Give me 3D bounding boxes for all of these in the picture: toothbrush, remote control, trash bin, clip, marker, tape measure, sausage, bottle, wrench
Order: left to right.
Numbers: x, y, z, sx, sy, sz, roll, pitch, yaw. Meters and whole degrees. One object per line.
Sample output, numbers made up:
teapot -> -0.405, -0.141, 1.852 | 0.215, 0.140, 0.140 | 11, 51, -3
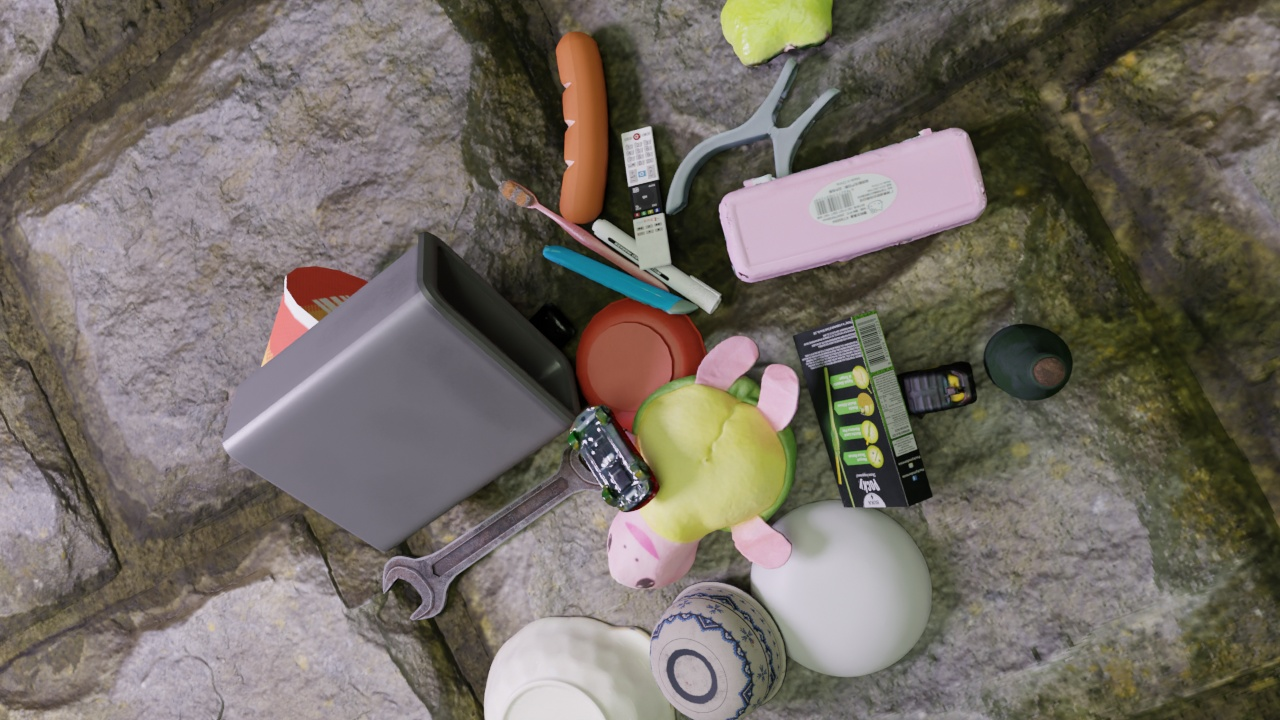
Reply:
trash bin -> -0.193, 0.035, 0.765 | 0.220, 0.097, 0.192 | -34, 126, 15
wrench -> -0.136, 0.159, 0.861 | 0.274, 0.010, 0.070 | -35, 83, 16
remote control -> -0.122, 0.010, 0.842 | 0.152, 0.020, 0.041 | -44, 82, 17
sausage -> -0.050, -0.202, 0.798 | 0.044, 0.039, 0.164 | -1, 93, 14
toothbrush -> -0.050, -0.110, 0.817 | 0.184, 0.015, 0.015 | 34, 108, 11
remote control -> 0.005, -0.139, 0.789 | 0.028, 0.011, 0.124 | -11, 80, 17
marker -> 0.013, -0.085, 0.796 | 0.133, 0.017, 0.020 | 36, 121, 12
clip -> 0.073, -0.181, 0.768 | 0.143, 0.029, 0.172 | 28, 100, 12
tape measure -> 0.227, 0.025, 0.711 | 0.063, 0.067, 0.038 | -11, 90, 17
bottle -> 0.274, 0.003, 0.639 | 0.055, 0.174, 0.055 | 1, 93, 17

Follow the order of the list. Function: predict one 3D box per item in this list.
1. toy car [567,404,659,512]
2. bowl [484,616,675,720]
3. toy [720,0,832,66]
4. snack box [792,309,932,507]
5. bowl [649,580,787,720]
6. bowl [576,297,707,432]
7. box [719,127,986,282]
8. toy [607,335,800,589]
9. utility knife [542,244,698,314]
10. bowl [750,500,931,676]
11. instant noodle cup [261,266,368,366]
toy car -> -0.021, 0.076, 0.727 | 0.042, 0.036, 0.091 | -44, 69, 17
bowl -> -0.066, 0.330, 0.823 | 0.220, 0.060, 0.188 | -43, 81, 14
toy -> 0.106, -0.299, 0.743 | 0.092, 0.046, 0.115 | -16, 81, 16
snack box -> 0.173, 0.041, 0.724 | 0.025, 0.080, 0.147 | -16, 88, -25
bowl -> 0.057, 0.249, 0.764 | 0.116, 0.059, 0.115 | 8, 105, 32
bowl -> -0.005, 0.005, 0.798 | 0.122, 0.035, 0.122 | 1, 93, 17
box -> 0.164, -0.123, 0.723 | 0.202, 0.044, 0.086 | -15, 91, 8
toy -> 0.048, 0.095, 0.760 | 0.190, 0.087, 0.238 | 30, 104, 9
utility knife -> -0.023, -0.071, 0.800 | 0.158, 0.031, 0.015 | 27, 123, 21
bowl -> 0.161, 0.193, 0.753 | 0.150, 0.043, 0.149 | 1, 93, 17
instant noodle cup -> -0.288, -0.002, 0.848 | 0.123, 0.123, 0.121 | 37, 110, 12
